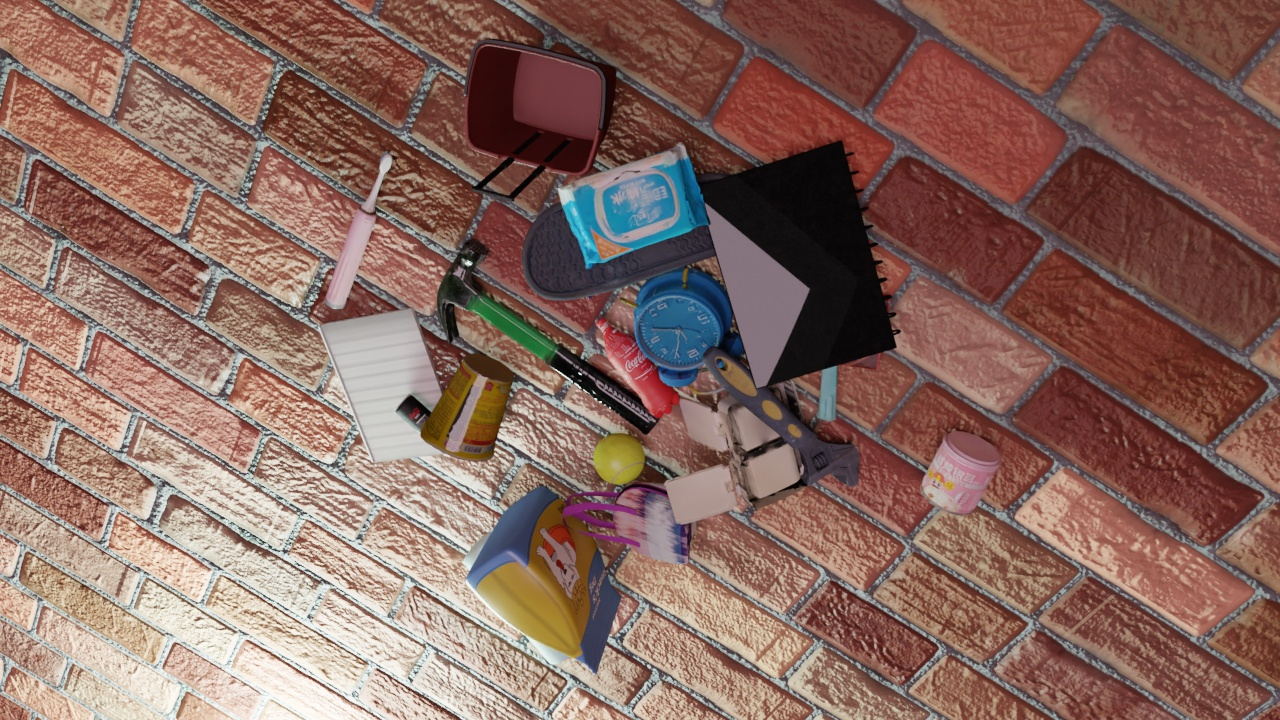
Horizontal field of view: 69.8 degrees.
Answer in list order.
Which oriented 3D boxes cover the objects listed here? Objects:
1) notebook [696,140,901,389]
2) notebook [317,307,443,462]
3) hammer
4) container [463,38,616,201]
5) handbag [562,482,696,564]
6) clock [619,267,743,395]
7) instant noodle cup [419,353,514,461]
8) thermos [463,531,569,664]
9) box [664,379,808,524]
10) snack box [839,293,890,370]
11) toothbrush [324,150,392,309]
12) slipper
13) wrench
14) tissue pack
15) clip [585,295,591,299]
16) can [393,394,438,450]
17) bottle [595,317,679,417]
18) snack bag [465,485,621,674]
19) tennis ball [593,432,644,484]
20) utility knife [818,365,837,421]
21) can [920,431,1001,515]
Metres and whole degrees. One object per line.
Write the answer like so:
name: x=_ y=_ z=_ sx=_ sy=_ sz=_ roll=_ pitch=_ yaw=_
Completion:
notebook: x=0.174 y=-0.102 z=0.993 sx=0.169 sy=0.019 sz=0.231 roll=-17 pitch=100 yaw=5
notebook: x=-0.334 y=0.038 z=1.231 sx=0.143 sy=0.009 sz=0.210 roll=-8 pitch=112 yaw=17
hammer: x=-0.112 y=-0.009 z=1.142 sx=0.319 sy=0.032 sz=0.130 roll=35 pitch=117 yaw=-4
container: x=-0.108 y=-0.252 z=0.932 sx=0.148 sy=0.200 sz=0.127 roll=16 pitch=117 yaw=7
handbag: x=-0.016 y=0.206 z=1.185 sx=0.170 sy=0.067 sz=0.145 roll=5 pitch=134 yaw=11
clock: x=0.057 y=-0.031 z=1.071 sx=0.117 sy=0.060 sz=0.161 roll=-26 pitch=111 yaw=23
instant noodle cup: x=-0.211 y=0.056 z=1.169 sx=0.100 sy=0.100 sz=0.113 roll=27 pitch=107 yaw=1
thermos: x=-0.165 y=0.332 z=1.292 sx=0.078 sy=0.065 sz=0.207 roll=-27 pitch=106 yaw=40
box: x=0.111 y=0.102 z=1.117 sx=0.186 sy=0.101 sz=0.145 roll=-15 pitch=109 yaw=-1
snack box: x=0.211 y=-0.041 z=1.049 sx=0.133 sy=0.021 sz=0.089 roll=8 pitch=118 yaw=10
toothbrush: x=-0.346 y=-0.159 z=1.135 sx=0.027 sy=0.026 sz=0.223 roll=6 pitch=125 yaw=-38
slipper: x=-0.004 y=-0.146 z=1.033 sx=0.268 sy=0.083 sz=0.111 roll=-15 pitch=99 yaw=2
wrench: x=0.168 y=0.072 z=1.066 sx=0.273 sy=0.022 sz=0.073 roll=42 pitch=88 yaw=-24
tissue pack: x=-0.005 y=-0.163 z=0.958 sx=0.144 sy=0.061 sz=0.093 roll=-20 pitch=97 yaw=0
clip: x=-0.071 y=-0.097 z=1.101 sx=0.052 sy=0.013 sz=0.036 roll=45 pitch=115 yaw=-6
can: x=-0.286 y=0.082 z=1.216 sx=0.080 sy=0.031 sz=0.032 roll=44 pitch=117 yaw=-8
bottle: x=-0.007 y=0.006 z=1.114 sx=0.042 sy=0.041 sz=0.141 roll=-33 pitch=100 yaw=25
snack bag: x=-0.110 y=0.292 z=1.208 sx=0.102 sy=0.158 sz=0.205 roll=-37 pitch=102 yaw=25
tennis ball: x=-0.027 y=0.124 z=1.161 sx=0.065 sy=0.065 sz=0.065 roll=5 pitch=115 yaw=12
utility knife: x=0.217 y=0.005 z=1.049 sx=0.022 sy=0.015 sz=0.158 roll=-8 pitch=123 yaw=-6
can: x=0.370 y=0.130 z=1.063 sx=0.067 sy=0.067 sz=0.076 roll=20 pitch=118 yaw=5
